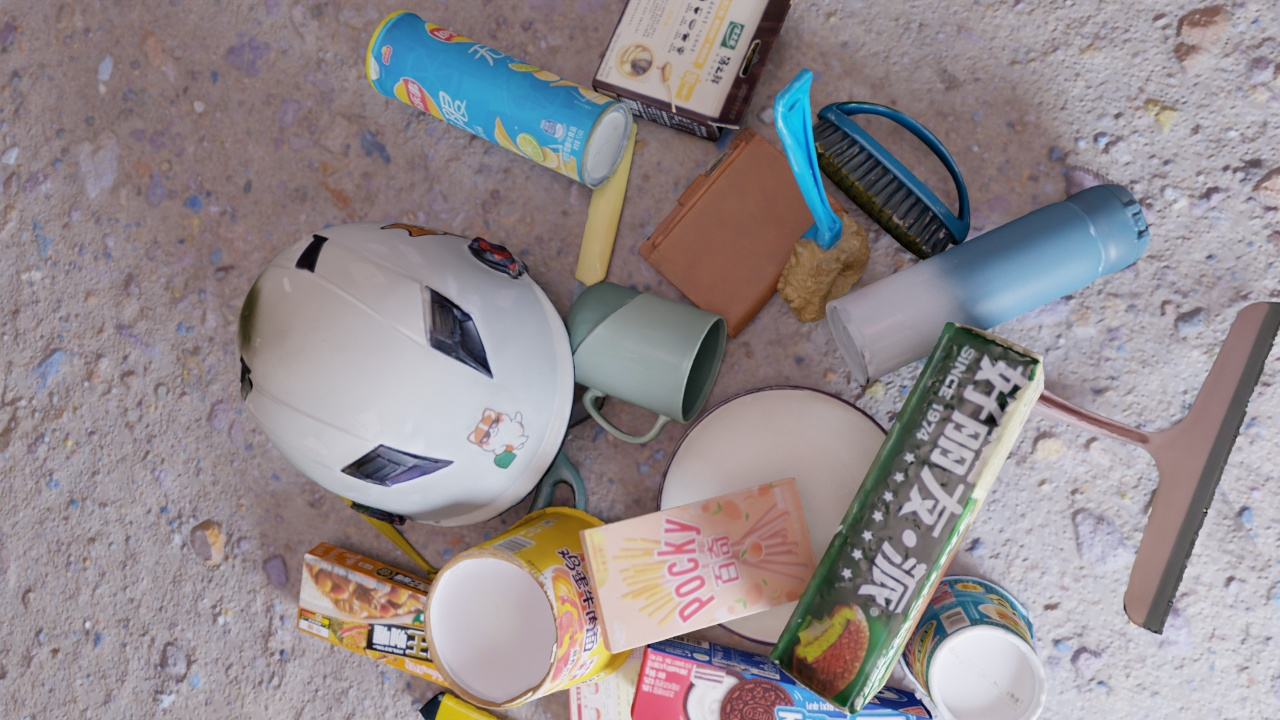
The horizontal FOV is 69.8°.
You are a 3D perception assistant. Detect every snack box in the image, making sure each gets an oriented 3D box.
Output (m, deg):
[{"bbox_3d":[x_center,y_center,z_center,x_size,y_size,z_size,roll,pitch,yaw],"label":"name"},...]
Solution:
[{"bbox_3d":[0.043,0.140,0.635,0.157,0.026,0.084,-12,84,-14],"label":"snack box"},{"bbox_3d":[0.041,-0.238,0.709,0.126,0.053,0.113,22,87,12],"label":"snack box"},{"bbox_3d":[-0.206,0.208,0.749,0.154,0.026,0.075,16,108,13],"label":"snack box"},{"bbox_3d":[0.176,0.100,0.589,0.063,0.114,0.240,29,94,25],"label":"snack box"},{"bbox_3d":[-0.018,0.230,0.716,0.077,0.027,0.155,-4,87,12],"label":"snack box"},{"bbox_3d":[0.100,0.249,0.661,0.207,0.057,0.058,13,89,4],"label":"snack box"}]

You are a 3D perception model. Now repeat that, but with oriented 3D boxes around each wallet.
[{"bbox_3d":[0.076,-0.099,0.709,0.108,0.031,0.132,42,96,7],"label":"wallet"}]

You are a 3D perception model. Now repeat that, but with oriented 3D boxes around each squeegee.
[{"bbox_3d":[0.281,0.023,0.655,0.250,0.040,0.247,25,78,19],"label":"squeegee"}]

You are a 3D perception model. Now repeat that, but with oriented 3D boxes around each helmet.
[{"bbox_3d":[-0.196,-0.002,0.673,0.274,0.156,0.230,29,95,35],"label":"helmet"}]

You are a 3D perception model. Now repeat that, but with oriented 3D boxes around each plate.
[{"bbox_3d":[0.110,0.115,0.687,0.192,0.039,0.192,-1,87,12],"label":"plate"}]

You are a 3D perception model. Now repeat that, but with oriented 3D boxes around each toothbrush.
[{"bbox_3d":[-0.226,0.133,0.771,0.190,0.016,0.016,40,97,11],"label":"toothbrush"}]

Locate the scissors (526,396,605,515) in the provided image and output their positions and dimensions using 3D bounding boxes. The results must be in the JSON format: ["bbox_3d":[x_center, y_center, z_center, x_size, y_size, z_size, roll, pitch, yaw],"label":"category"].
[{"bbox_3d":[-0.111,0.077,0.749,0.181,0.019,0.170,11,91,14],"label":"scissors"}]

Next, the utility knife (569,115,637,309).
[{"bbox_3d":[-0.035,-0.105,0.740,0.031,0.022,0.212,11,83,13],"label":"utility knife"}]

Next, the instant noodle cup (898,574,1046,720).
[{"bbox_3d":[0.226,0.202,0.621,0.099,0.110,0.099,-1,86,13],"label":"instant noodle cup"}]

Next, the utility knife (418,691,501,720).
[{"bbox_3d":[-0.100,0.310,0.736,0.171,0.015,0.033,21,98,11],"label":"utility knife"}]

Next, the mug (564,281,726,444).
[{"bbox_3d":[-0.004,0.004,0.692,0.106,0.082,0.111,19,90,18],"label":"mug"}]

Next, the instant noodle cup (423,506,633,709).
[{"bbox_3d":[-0.080,0.181,0.663,0.138,0.109,0.138,0,89,24],"label":"instant noodle cup"}]

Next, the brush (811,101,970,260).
[{"bbox_3d":[0.187,-0.139,0.674,0.073,0.055,0.144,-46,79,7],"label":"brush"}]

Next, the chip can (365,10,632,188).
[{"bbox_3d":[-0.113,-0.208,0.729,0.210,0.071,0.071,27,93,16],"label":"chip can"}]

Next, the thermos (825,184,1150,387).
[{"bbox_3d":[0.241,-0.055,0.637,0.220,0.070,0.070,-24,82,0],"label":"thermos"}]

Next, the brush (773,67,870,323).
[{"bbox_3d":[0.113,-0.100,0.597,0.083,0.255,0.046,-44,62,-5],"label":"brush"}]
